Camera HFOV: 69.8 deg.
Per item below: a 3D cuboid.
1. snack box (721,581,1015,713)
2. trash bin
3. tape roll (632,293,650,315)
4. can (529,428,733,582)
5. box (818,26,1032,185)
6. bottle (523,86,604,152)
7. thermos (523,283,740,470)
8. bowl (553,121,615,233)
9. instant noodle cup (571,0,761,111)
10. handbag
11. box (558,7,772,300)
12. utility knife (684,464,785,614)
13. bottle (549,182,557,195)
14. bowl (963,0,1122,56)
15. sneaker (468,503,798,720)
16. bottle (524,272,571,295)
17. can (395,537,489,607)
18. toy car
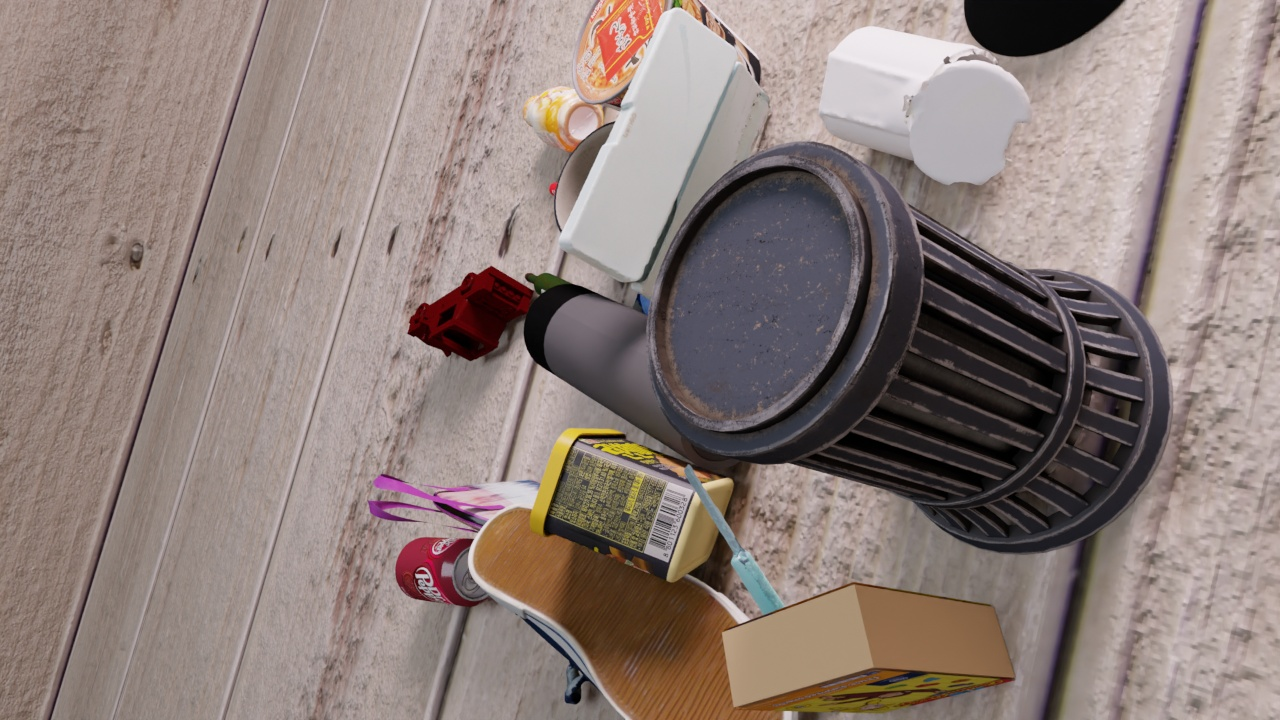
[{"bbox_3d":[0.121,0.156,0.485,0.088,0.125,0.040,-34,51,39],"label":"snack box"},{"bbox_3d":[0.129,-0.001,0.455,0.165,0.227,0.164,-23,58,44],"label":"trash bin"},{"bbox_3d":[0.035,-0.070,0.771,0.093,0.016,0.091,21,92,52],"label":"tape roll"},{"bbox_3d":[-0.001,0.098,0.634,0.101,0.130,0.072,19,91,16],"label":"can"},{"bbox_3d":[0.180,-0.158,0.572,0.161,0.091,0.081,37,124,49],"label":"box"},{"bbox_3d":[-0.085,-0.254,0.958,0.109,0.063,0.063,32,101,52],"label":"bottle"},{"bbox_3d":[-0.004,0.004,0.737,0.240,0.082,0.082,28,98,52],"label":"thermos"},{"bbox_3d":[-0.011,-0.139,0.785,0.116,0.059,0.115,-12,70,34],"label":"bowl"},{"bbox_3d":[0.028,-0.247,0.765,0.124,0.121,0.123,-23,58,44],"label":"instant noodle cup"},{"bbox_3d":[-0.153,0.130,0.798,0.145,0.169,0.068,11,84,52],"label":"handbag"},{"bbox_3d":[0.029,-0.144,0.691,0.043,0.136,0.197,18,81,51],"label":"box"},{"bbox_3d":[0.069,0.135,0.562,0.022,0.015,0.168,-23,102,53],"label":"utility knife"},{"bbox_3d":[-0.047,-0.167,0.892,0.142,0.042,0.042,13,86,52],"label":"bottle"},{"bbox_3d":[0.241,-0.257,0.562,0.124,0.052,0.124,-23,58,44],"label":"bowl"},{"bbox_3d":[-0.003,0.212,0.668,0.295,0.127,0.120,23,67,42],"label":"sneaker"},{"bbox_3d":[-0.090,-0.074,0.921,0.106,0.025,0.025,28,98,52],"label":"bottle"},{"bbox_3d":[-0.190,0.206,0.901,0.114,0.063,0.063,-11,67,49],"label":"can"},{"bbox_3d":[-0.191,-0.041,0.995,0.170,0.070,0.061,-22,47,45],"label":"toy car"}]
